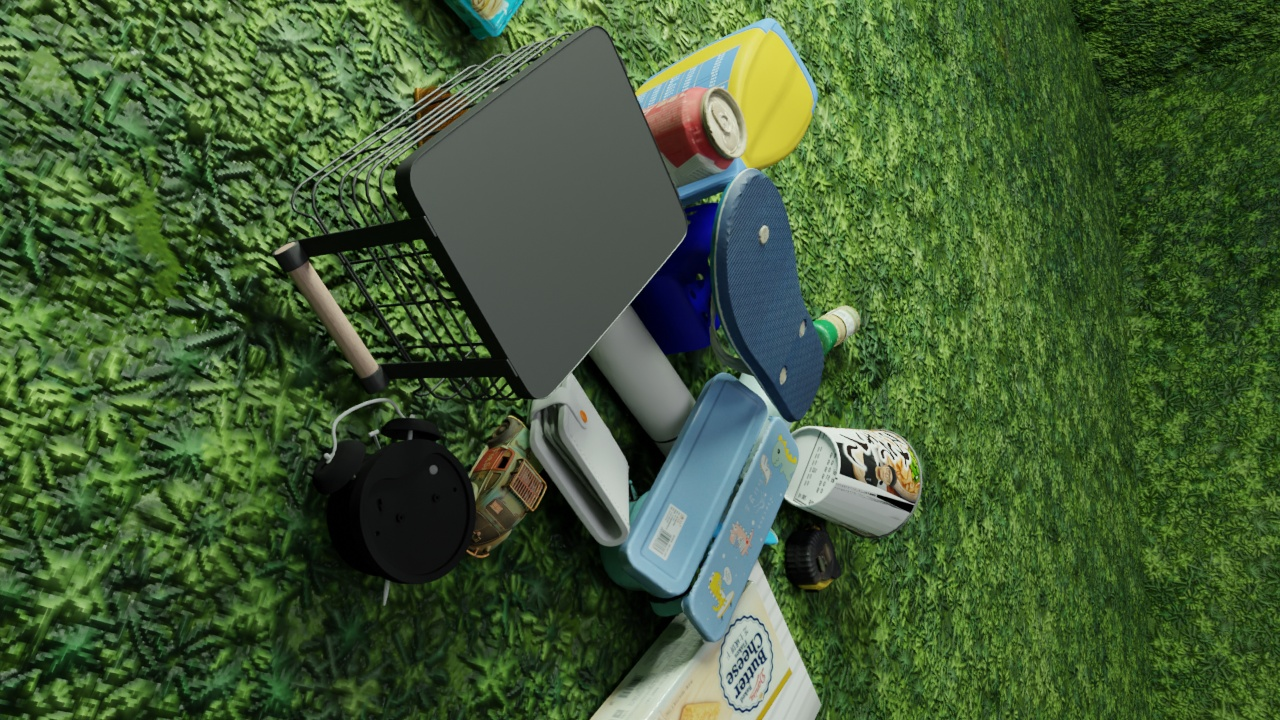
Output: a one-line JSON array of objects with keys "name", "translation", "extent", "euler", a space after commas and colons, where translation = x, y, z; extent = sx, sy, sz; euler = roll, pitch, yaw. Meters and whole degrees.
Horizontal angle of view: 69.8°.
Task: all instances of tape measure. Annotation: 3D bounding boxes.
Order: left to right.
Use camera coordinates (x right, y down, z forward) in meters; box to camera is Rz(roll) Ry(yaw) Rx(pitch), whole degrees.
[{"name": "tape measure", "translation": [0.185, 0.212, 0.985], "extent": [0.062, 0.038, 0.067], "euler": [-23, 100, -52]}]

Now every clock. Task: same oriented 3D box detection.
[{"name": "clock", "translation": [-0.155, 0.084, 0.579], "extent": [0.091, 0.043, 0.121], "euler": [-29, 104, -51]}, {"name": "clock", "translation": [0.017, 0.162, 0.771], "extent": [0.124, 0.053, 0.089], "euler": [54, 45, -28]}]

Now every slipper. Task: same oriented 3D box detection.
[{"name": "slipper", "translation": [0.098, -0.041, 0.792], "extent": [0.118, 0.060, 0.295], "euler": [-66, 148, -24]}]

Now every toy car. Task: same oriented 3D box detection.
[{"name": "toy car", "translation": [-0.093, 0.088, 0.654], "extent": [0.047, 0.047, 0.111], "euler": [56, 40, -30]}]

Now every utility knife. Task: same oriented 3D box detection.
[{"name": "utility knife", "translation": [0.084, 0.163, 0.884], "extent": [0.174, 0.031, 0.015], "euler": [21, 105, -47]}]

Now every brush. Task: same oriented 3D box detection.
[{"name": "brush", "translation": [-0.140, -0.138, 0.676], "extent": [0.048, 0.017, 0.126], "euler": [3, 79, -52]}]

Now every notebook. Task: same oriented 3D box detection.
[{"name": "notebook", "translation": [0.114, 0.307, 0.895], "extent": [0.142, 0.009, 0.210], "euler": [-43, 115, -48]}]

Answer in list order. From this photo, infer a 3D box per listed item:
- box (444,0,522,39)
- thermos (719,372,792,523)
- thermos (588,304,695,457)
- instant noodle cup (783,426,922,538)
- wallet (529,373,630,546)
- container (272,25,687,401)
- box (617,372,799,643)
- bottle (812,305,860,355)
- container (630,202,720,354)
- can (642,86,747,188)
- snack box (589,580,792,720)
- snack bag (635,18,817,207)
[{"name": "box", "translation": [-0.156, -0.380, 0.681], "extent": [0.227, 0.072, 0.181], "euler": [40, 53, -38]}, {"name": "thermos", "translation": [0.112, 0.067, 0.903], "extent": [0.065, 0.078, 0.206], "euler": [31, 49, -4]}, {"name": "thermos", "translation": [-0.005, 0.005, 0.783], "extent": [0.224, 0.052, 0.052], "euler": [55, 44, -28]}, {"name": "instant noodle cup", "translation": [0.217, 0.124, 0.994], "extent": [0.121, 0.124, 0.123], "euler": [17, 68, -39]}, {"name": "wallet", "translation": [-0.044, 0.066, 0.716], "extent": [0.118, 0.037, 0.115], "euler": [60, 14, -27]}, {"name": "container", "translation": [-0.093, -0.095, 0.607], "extent": [0.240, 0.130, 0.163], "euler": [-52, 127, -39]}, {"name": "box", "translation": [0.069, 0.117, 0.765], "extent": [0.127, 0.034, 0.208], "euler": [45, 54, -19]}, {"name": "bottle", "translation": [0.227, -0.036, 1.099], "extent": [0.110, 0.043, 0.043], "euler": [-26, 101, -53]}, {"name": "container", "translation": [0.038, -0.072, 0.832], "extent": [0.085, 0.085, 0.113], "euler": [57, 44, -27]}, {"name": "can", "translation": [0.000, -0.163, 0.734], "extent": [0.067, 0.171, 0.067], "euler": [18, 66, -48]}, {"name": "snack box", "translation": [0.042, 0.285, 0.757], "extent": [0.207, 0.058, 0.104], "euler": [-38, 111, -44]}, {"name": "snack bag", "translation": [0.051, -0.192, 0.818], "extent": [0.102, 0.159, 0.204], "euler": [50, 47, -27]}]
